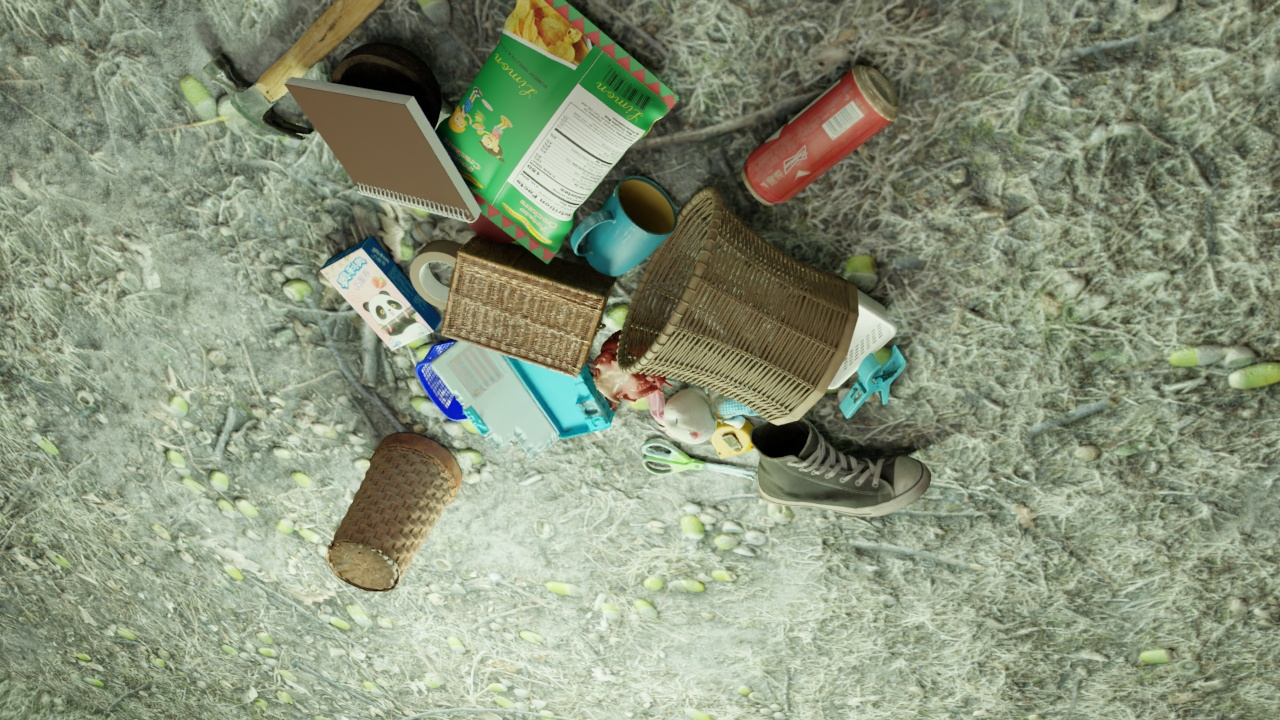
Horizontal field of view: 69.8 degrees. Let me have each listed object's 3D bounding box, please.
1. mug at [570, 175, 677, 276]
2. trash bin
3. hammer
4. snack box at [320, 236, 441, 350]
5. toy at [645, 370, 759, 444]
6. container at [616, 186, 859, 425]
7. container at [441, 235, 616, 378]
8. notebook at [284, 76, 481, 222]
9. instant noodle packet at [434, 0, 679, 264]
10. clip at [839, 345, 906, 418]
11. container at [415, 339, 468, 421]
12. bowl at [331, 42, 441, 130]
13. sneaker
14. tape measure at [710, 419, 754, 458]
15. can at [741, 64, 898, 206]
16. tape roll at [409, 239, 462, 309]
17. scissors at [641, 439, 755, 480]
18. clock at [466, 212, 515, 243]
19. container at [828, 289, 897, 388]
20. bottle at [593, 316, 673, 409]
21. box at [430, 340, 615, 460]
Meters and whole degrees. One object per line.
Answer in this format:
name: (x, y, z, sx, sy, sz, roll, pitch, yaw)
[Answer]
mug: (-0.029, -0.150, 1.072, 0.104, 0.112, 0.084, -44, 65, 47)
trash bin: (-0.387, 0.238, 1.438, 0.151, 0.209, 0.151, 8, 131, 9)
hammer: (-0.358, -0.364, 1.038, 0.331, 0.033, 0.132, -25, 117, 32)
snack box: (-0.357, -0.091, 1.268, 0.088, 0.033, 0.154, -21, 120, 29)
toy: (0.097, 0.071, 1.221, 0.206, 0.105, 0.131, -6, 130, 23)
container: (0.111, -0.052, 1.043, 0.196, 0.226, 0.228, 25, 132, -14)
container: (-0.139, -0.070, 1.139, 0.198, 0.113, 0.113, 18, 110, -2)
notebook: (-0.291, -0.239, 1.047, 0.209, 0.022, 0.172, 18, 152, 33)
instant noodle packet: (-0.110, -0.254, 1.009, 0.195, 0.090, 0.253, 38, 119, -9)
clip: (0.276, 0.030, 1.130, 0.113, 0.028, 0.127, -16, 150, -23)
container: (-0.256, 0.024, 1.317, 0.096, 0.058, 0.114, -10, 126, 24)
bowl: (-0.279, -0.312, 1.036, 0.121, 0.056, 0.121, 9, 147, 6)
sneaker: (0.264, 0.136, 1.228, 0.235, 0.095, 0.120, 4, 140, 25)
tape measure: (0.130, 0.106, 1.288, 0.068, 0.030, 0.059, -19, 124, 29)
can: (0.185, -0.232, 0.959, 0.067, 0.067, 0.171, 40, 129, -18)
tape roll: (-0.257, -0.113, 1.220, 0.094, 0.030, 0.094, 9, 131, 10)
scissors: (0.086, 0.157, 1.358, 0.175, 0.033, 0.072, 14, 128, 10)
clock: (-0.168, -0.196, 1.112, 0.087, 0.044, 0.125, 19, 132, 1)
container: (0.244, -0.033, 1.121, 0.080, 0.049, 0.130, 31, 131, -10)
bottle: (-0.007, 0.007, 1.187, 0.099, 0.110, 0.099, 11, 127, 15)
box: (-0.161, 0.033, 1.287, 0.181, 0.074, 0.227, -27, 120, 6)
